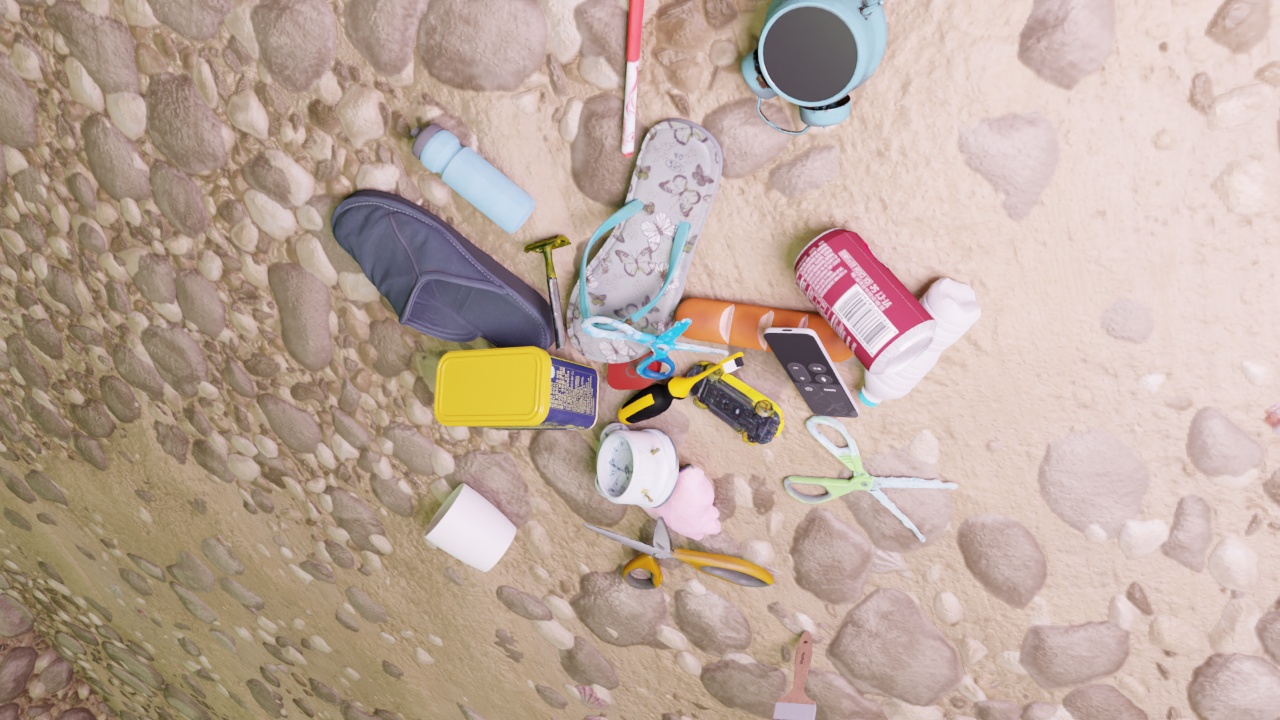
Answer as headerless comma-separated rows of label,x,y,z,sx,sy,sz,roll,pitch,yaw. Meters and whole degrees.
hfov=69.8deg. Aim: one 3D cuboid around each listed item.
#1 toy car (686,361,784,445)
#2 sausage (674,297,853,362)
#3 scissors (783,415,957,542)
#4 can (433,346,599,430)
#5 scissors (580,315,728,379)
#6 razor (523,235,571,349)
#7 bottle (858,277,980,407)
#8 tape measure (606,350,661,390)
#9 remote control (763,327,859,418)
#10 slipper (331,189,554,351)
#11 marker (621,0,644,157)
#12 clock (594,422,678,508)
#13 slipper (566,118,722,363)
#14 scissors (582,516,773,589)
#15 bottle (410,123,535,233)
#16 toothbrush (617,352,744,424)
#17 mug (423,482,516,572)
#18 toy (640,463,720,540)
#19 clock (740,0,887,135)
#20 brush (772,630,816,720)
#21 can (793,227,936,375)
toy car,0.090,0.039,0.882,0.107,0.030,0.049,36,135,18
sausage,0.111,-0.028,0.811,0.164,0.044,0.039,10,100,20
scissors,0.215,0.113,0.883,0.172,0.024,0.166,-5,116,29
can,-0.123,0.033,0.933,0.135,0.104,0.075,-3,80,30
scissors,0.013,-0.011,0.837,0.134,0.011,0.140,7,154,5
razor,-0.082,-0.063,0.871,0.043,0.026,0.106,-10,88,32
bottle,0.226,-0.009,0.764,0.044,0.044,0.137,33,133,2
tape measure,-0.005,0.005,0.915,0.051,0.019,0.059,18,121,16
remote control,0.152,0.013,0.802,0.045,0.008,0.146,3,151,32
slipper,-0.214,-0.074,0.926,0.265,0.083,0.109,33,135,4
marker,-0.006,-0.230,0.742,0.013,0.012,0.142,18,131,16
clock,-0.011,0.109,0.959,0.118,0.057,0.083,7,90,55
slipper,-0.001,-0.084,0.815,0.098,0.054,0.270,33,129,5
scissors,0.041,0.225,1.031,0.230,0.016,0.226,11,148,4
bottle,-0.159,-0.172,0.849,0.130,0.040,0.040,39,133,-3
toothbrush,0.035,0.027,0.891,0.197,0.031,0.031,-31,73,50
mug,-0.215,0.212,1.159,0.087,0.080,0.114,38,164,-11
toy,0.047,0.154,0.981,0.093,0.050,0.103,45,138,-15
clock,0.120,-0.215,0.658,0.090,0.053,0.124,30,136,5
brush,0.173,0.354,1.004,0.045,0.142,0.008,-6,123,21
can,0.175,-0.047,0.723,0.114,0.063,0.063,55,138,23
